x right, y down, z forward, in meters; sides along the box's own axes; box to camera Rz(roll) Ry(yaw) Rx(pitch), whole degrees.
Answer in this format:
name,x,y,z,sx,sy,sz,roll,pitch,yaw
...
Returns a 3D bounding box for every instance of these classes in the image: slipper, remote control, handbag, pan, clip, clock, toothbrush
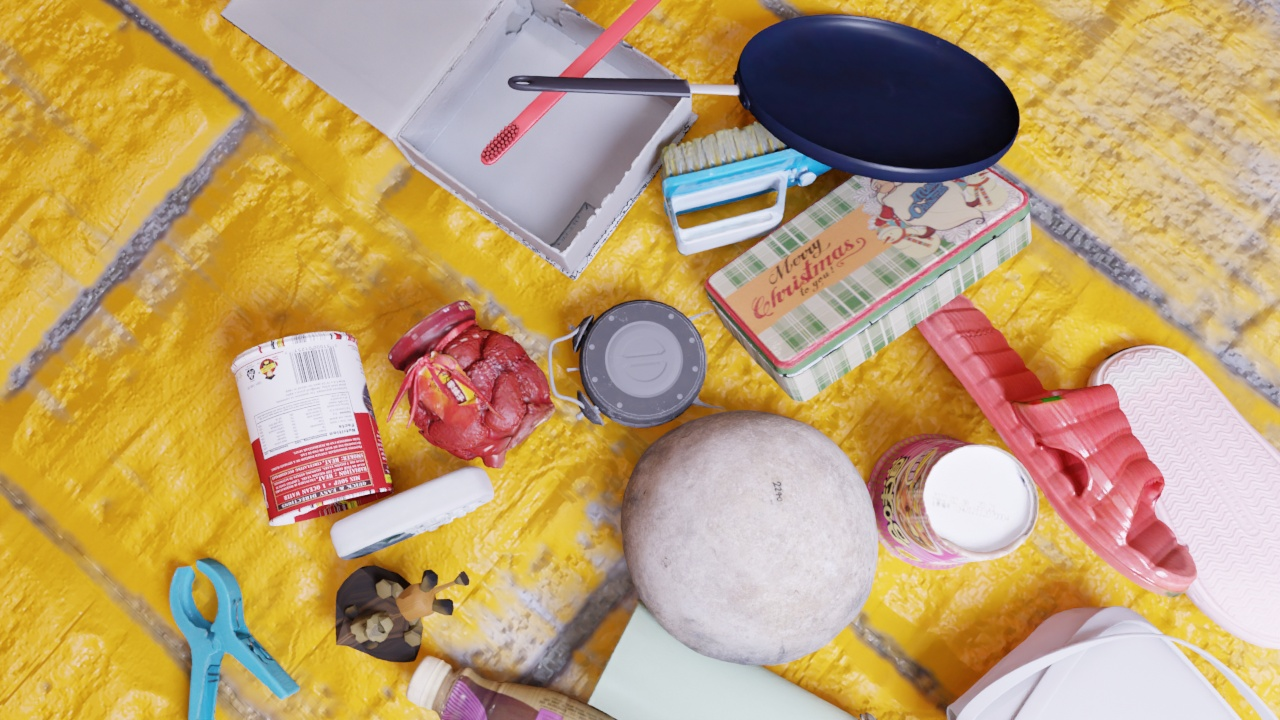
name,x,y,z,sx,sy,sz,roll,pitch,yaw
slipper,0.386,0.090,0.627,0.107,0.056,0.221,-26,70,-1
remote control,-0.160,0.108,0.649,0.114,0.060,0.028,-23,78,-4
handbag,0.284,0.283,0.563,0.222,0.096,0.216,-37,80,-18
pan,0.088,-0.185,0.635,0.356,0.021,0.198,-2,48,-10
slipper,0.277,0.035,0.600,0.059,0.103,0.248,-50,59,33
clip,-0.294,0.197,0.661,0.102,0.027,0.119,-25,81,-4
clock,-0.004,0.004,0.663,0.123,0.044,0.091,-5,78,-3
toothbrush,-0.034,-0.212,0.637,0.012,0.018,0.212,45,84,-6

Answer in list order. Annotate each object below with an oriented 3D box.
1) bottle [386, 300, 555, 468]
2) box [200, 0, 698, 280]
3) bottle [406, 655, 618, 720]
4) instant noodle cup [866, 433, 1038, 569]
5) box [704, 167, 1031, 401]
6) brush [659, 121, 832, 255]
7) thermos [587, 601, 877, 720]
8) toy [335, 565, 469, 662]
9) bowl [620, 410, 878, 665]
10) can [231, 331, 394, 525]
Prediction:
name,x,y,z,sx,sy,sz,roll,pitch,yaw
bottle,-0.120,0.022,0.642,0.099,0.099,0.111,-38,87,-3
box,-0.148,-0.236,0.681,0.368,0.098,0.166,36,84,1
bottle,-0.079,0.249,0.624,0.166,0.059,0.059,23,83,6
instant noodle cup,0.209,0.093,0.608,0.098,0.108,0.097,0,81,2
box,0.156,-0.069,0.638,0.205,0.051,0.117,-34,44,-1
brush,0.084,-0.130,0.674,0.136,0.055,0.075,-14,76,0
thermos,0.085,0.245,0.607,0.231,0.082,0.082,27,84,7
toy,-0.164,0.171,0.636,0.100,0.062,0.076,-25,99,17
bowl,0.079,0.103,0.601,0.178,0.081,0.178,3,63,-6
can,-0.230,0.048,0.649,0.086,0.086,0.116,-17,81,0
